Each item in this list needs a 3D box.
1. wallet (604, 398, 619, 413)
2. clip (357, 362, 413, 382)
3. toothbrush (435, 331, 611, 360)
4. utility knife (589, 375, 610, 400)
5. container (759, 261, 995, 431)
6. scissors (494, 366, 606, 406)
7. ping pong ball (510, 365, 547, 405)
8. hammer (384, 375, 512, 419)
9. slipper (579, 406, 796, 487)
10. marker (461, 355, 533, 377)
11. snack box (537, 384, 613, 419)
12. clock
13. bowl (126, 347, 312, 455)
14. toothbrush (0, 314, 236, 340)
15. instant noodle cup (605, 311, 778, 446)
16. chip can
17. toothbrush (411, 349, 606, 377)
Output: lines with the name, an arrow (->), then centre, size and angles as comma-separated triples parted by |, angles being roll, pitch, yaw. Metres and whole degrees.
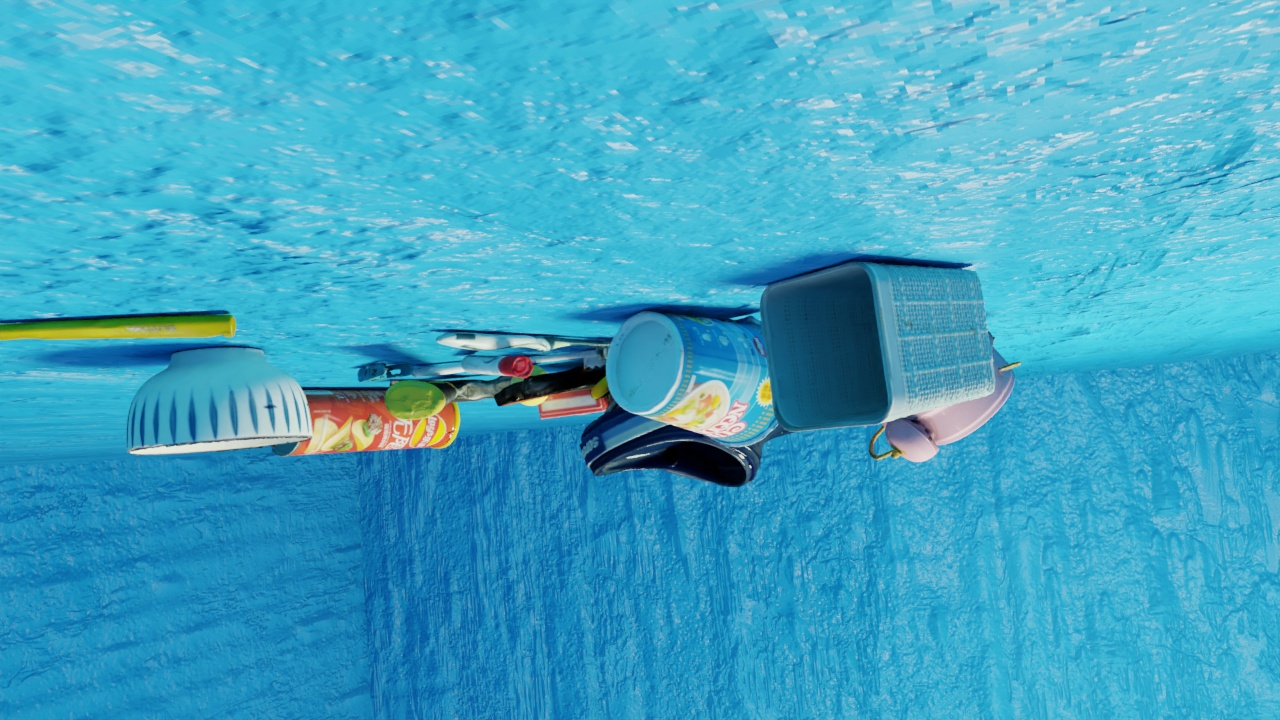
wallet -> 0.010, 0.023, 0.880 | 0.106, 0.037, 0.129 | -38, 173, 1
clip -> -0.225, 0.010, 0.793 | 0.055, 0.013, 0.034 | -9, 172, 40
toothbrush -> -0.076, -0.010, 0.693 | 0.016, 0.018, 0.191 | -9, 174, 40
utility knife -> -0.005, 0.005, 0.781 | 0.033, 0.015, 0.177 | -27, 174, -30
container -> 0.146, -0.009, 0.552 | 0.111, 0.090, 0.090 | -4, 176, -36
scissors -> -0.055, 0.017, 0.905 | 0.139, 0.021, 0.234 | -14, 178, 16
ping pong ball -> -0.108, 0.025, 0.908 | 0.040, 0.040, 0.040 | -5, 175, -1
hammer -> -0.183, 0.031, 0.826 | 0.126, 0.032, 0.323 | -4, 180, -4
slipper -> 0.070, 0.065, 0.809 | 0.252, 0.095, 0.105 | -10, 163, -29
marker -> -0.115, 0.004, 0.719 | 0.017, 0.017, 0.145 | -3, -178, -26
snack box -> -0.045, 0.033, 0.987 | 0.075, 0.025, 0.152 | -8, -175, 22
clock -> 0.273, 0.035, 0.855 | 0.159, 0.060, 0.117 | -42, -171, 17
bowl -> -0.288, 0.027, 0.629 | 0.116, 0.066, 0.116 | -6, 174, -1
toothbrush -> -0.308, -0.011, 0.465 | 0.190, 0.016, 0.016 | -4, 175, -16
instant noodle cup -> 0.037, 0.008, 0.650 | 0.099, 0.099, 0.109 | -10, 166, 44
chip can -> -0.299, 0.066, 1.008 | 0.073, 0.073, 0.216 | -9, 173, 34
toothbrush -> -0.118, 0.005, 0.827 | 0.180, 0.016, 0.016 | -5, 176, 1
